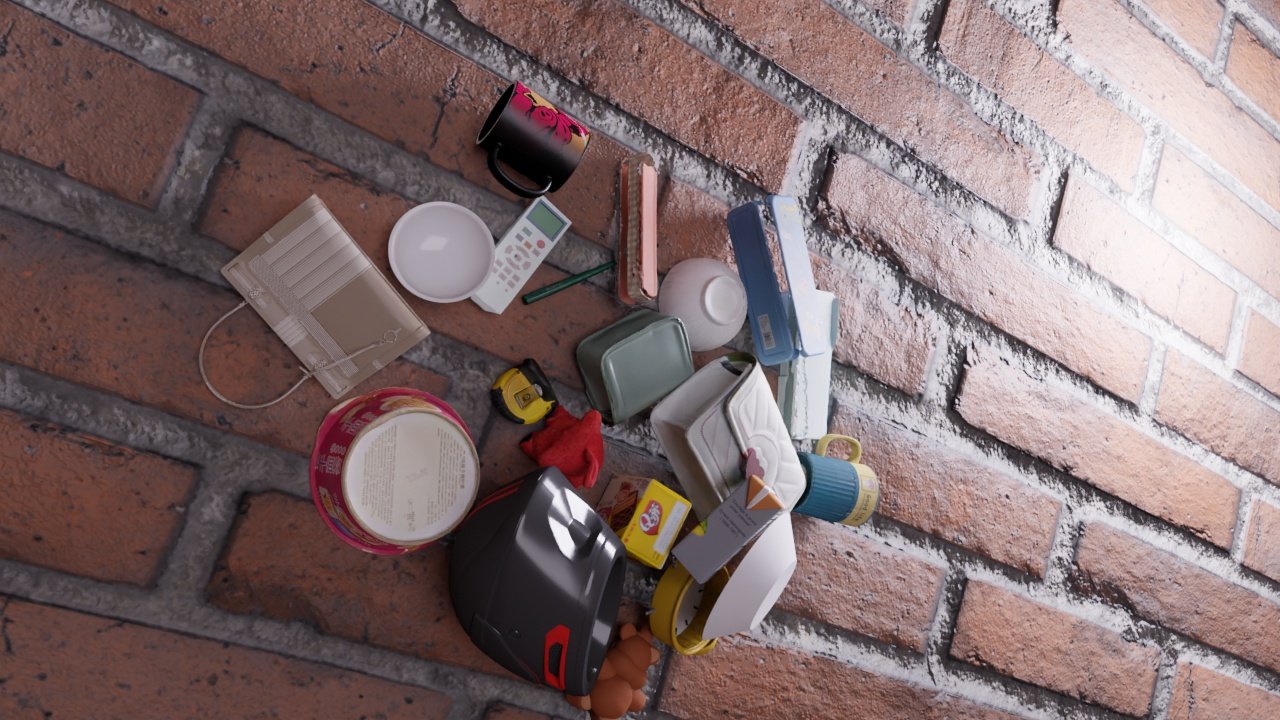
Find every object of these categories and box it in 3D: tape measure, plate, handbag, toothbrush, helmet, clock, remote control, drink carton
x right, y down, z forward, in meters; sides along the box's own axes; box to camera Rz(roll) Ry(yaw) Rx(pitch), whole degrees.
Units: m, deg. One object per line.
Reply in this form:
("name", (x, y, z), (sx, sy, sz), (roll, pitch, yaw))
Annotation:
("tape measure", (-0.131, 0.039, 1.025), (0.064, 0.037, 0.065), (-33, 104, -25))
("plate", (0.137, 0.258, 1.050), (0.036, 0.174, 0.173), (33, 68, 22))
("handbag", (-0.006, 0.006, 1.074), (0.121, 0.067, 0.106), (-29, 117, -25))
("toothbrush", (-0.057, -0.108, 1.080), (0.189, 0.016, 0.017), (-27, 103, -26))
("helmet", (-0.112, 0.224, 0.949), (0.163, 0.170, 0.265), (-60, 162, -55))
("clock", (0.065, 0.293, 1.095), (0.152, 0.052, 0.113), (45, 67, -50))
("handbag", (0.116, 0.107, 1.095), (0.141, 0.096, 0.198), (-38, 121, -19))
("remote control", (-0.140, -0.117, 1.032), (0.049, 0.024, 0.143), (42, 73, -20))
("drink carton", (0.099, 0.186, 1.015), (0.125, 0.076, 0.048), (-44, 74, 3))
("handbag", (-0.346, -0.035, 0.915), (0.197, 0.062, 0.175), (-41, 107, -14))

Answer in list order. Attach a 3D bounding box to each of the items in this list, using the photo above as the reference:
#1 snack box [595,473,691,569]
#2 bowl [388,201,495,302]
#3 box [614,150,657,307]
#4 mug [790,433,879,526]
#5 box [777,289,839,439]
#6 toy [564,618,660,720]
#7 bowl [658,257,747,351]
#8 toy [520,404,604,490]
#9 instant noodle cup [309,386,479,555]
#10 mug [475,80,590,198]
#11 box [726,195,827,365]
("snack box", (-0.005, 0.181, 1.049), (0.061, 0.106, 0.083), (34, 73, -21))
("bowl", (-0.213, -0.111, 0.980), (0.110, 0.041, 0.110), (3, 79, -15))
("box", (-0.006, -0.154, 1.088), (0.058, 0.063, 0.188), (18, 68, -45))
("mug", (0.246, 0.151, 1.195), (0.107, 0.083, 0.113), (16, 87, -23))
("box", (0.219, 0.006, 1.211), (0.083, 0.066, 0.199), (8, 84, -52))
("toy", (-0.025, 0.358, 1.068), (0.095, 0.065, 0.127), (49, 58, -22))
("bowl", (0.087, -0.071, 1.129), (0.118, 0.062, 0.118), (1, 88, -28))
("toy", (-0.062, 0.109, 1.015), (0.088, 0.133, 0.094), (-41, 117, -10))
("instant noodle cup", (-0.241, 0.116, 0.943), (0.178, 0.078, 0.178), (1, 89, -28))
("mug", (-0.122, -0.231, 1.006), (0.098, 0.082, 0.117), (31, 57, -24))
("box", (0.171, -0.101, 1.166), (0.077, 0.074, 0.209), (-9, 86, -44))
